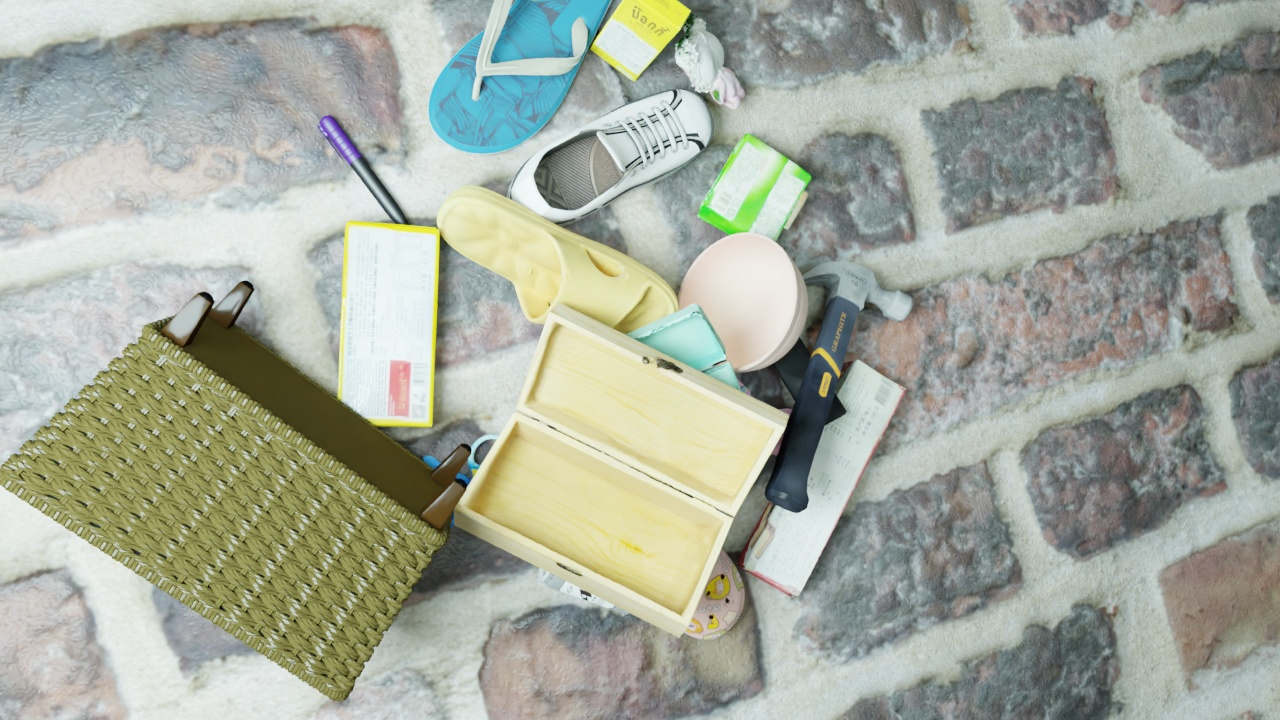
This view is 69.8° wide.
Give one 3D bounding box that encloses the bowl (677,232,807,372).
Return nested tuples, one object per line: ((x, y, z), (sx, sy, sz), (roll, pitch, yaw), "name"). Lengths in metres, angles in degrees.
((0.120, -0.054, 0.990), (0.076, 0.153, 0.153), (18, 82, -50), "bowl")

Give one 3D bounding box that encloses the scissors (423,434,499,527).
((-0.172, 0.135, 0.950), (0.125, 0.013, 0.126), (37, 74, -13), "scissors")

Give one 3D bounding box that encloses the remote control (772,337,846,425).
((0.178, 0.009, 1.035), (0.045, 0.021, 0.140), (-27, 76, -16), "remote control")

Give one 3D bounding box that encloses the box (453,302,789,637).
((-0.019, 0.106, 0.899), (0.247, 0.118, 0.253), (26, 96, 4), "box")

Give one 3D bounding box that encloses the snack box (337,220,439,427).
((-0.252, -0.035, 0.915), (0.092, 0.042, 0.200), (2, 88, -16), "snack box")

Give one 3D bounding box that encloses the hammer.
((0.203, 0.023, 1.001), (0.139, 0.035, 0.311), (26, 61, -7), "hammer")

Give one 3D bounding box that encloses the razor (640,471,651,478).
((0.024, 0.111, 0.989), (0.143, 0.021, 0.044), (-34, 64, -33), "razor")

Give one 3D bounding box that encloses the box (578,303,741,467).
((0.006, 0.034, 0.940), (0.187, 0.055, 0.138), (-22, 106, 19), "box")

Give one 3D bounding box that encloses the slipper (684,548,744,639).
((0.047, 0.213, 0.980), (0.093, 0.082, 0.197), (-38, 97, -15), "slipper")

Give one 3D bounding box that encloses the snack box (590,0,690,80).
((-0.003, -0.338, 0.942), (0.061, 0.149, 0.025), (32, 78, -14), "snack box")

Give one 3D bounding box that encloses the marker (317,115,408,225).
((-0.279, -0.188, 0.925), (0.018, 0.015, 0.134), (-36, 99, -1), "marker")

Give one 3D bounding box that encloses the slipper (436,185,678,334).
((-0.090, -0.081, 0.930), (0.263, 0.100, 0.078), (30, 47, -10), "slipper")

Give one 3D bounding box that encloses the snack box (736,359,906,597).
((0.208, 0.133, 1.050), (0.076, 0.044, 0.272), (31, 79, -8), "snack box")

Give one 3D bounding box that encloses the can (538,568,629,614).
((-0.051, 0.231, 0.967), (0.106, 0.044, 0.044), (24, 82, -15), "can")

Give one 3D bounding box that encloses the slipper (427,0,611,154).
((-0.108, -0.339, 0.959), (0.118, 0.060, 0.294), (35, 79, -16), "slipper")

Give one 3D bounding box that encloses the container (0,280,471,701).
((-0.315, 0.095, 0.800), (0.321, 0.176, 0.205), (39, 92, -12), "container")

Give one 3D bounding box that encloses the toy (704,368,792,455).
((0.110, 0.065, 1.002), (0.157, 0.067, 0.123), (-12, 70, -40), "toy")

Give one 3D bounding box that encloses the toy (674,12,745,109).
((0.076, -0.321, 1.015), (0.109, 0.041, 0.095), (45, 40, -22), "toy")

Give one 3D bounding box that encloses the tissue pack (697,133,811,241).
((0.131, -0.187, 1.039), (0.099, 0.034, 0.114), (32, 80, -11), "tissue pack")

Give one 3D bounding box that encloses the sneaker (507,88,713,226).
((-0.024, -0.219, 0.960), (0.245, 0.097, 0.091), (-27, 97, -16), "sneaker")
